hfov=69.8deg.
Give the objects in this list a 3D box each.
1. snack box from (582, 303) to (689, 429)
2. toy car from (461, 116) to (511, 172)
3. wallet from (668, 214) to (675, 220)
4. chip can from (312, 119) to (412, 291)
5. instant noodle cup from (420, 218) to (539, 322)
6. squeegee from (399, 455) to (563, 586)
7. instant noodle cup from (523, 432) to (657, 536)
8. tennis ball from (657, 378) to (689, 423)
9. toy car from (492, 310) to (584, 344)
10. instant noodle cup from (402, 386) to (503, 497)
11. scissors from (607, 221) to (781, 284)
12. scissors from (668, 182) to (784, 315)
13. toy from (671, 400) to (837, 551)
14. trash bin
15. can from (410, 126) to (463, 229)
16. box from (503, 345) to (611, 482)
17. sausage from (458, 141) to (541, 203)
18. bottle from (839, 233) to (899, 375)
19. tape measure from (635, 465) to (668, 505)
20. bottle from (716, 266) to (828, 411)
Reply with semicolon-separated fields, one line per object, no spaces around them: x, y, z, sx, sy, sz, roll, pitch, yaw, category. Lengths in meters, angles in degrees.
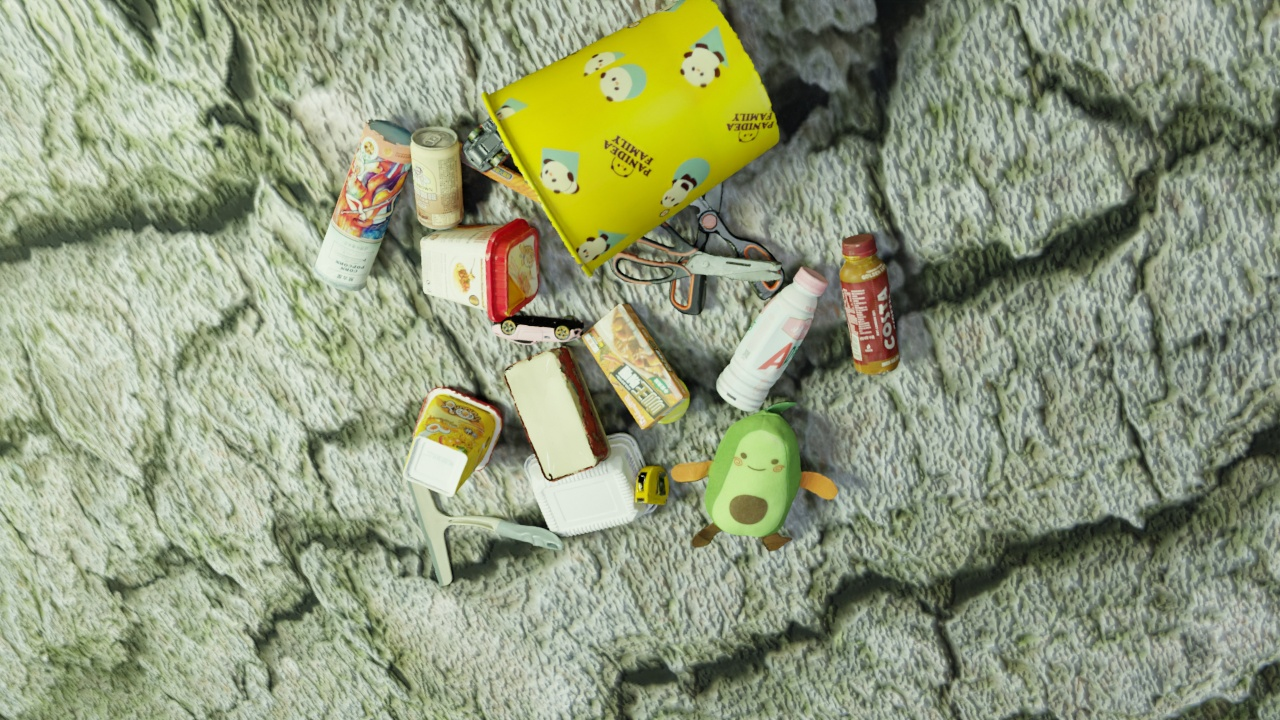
-0.007;0.007;1.199;0.075;0.026;0.153;-40;74;22;snack box
-0.162;-0.281;1.114;0.120;0.045;0.053;-40;98;6;toy car
-0.001;-0.235;1.124;0.121;0.019;0.097;19;109;5;wallet
-0.349;-0.196;1.166;0.071;0.071;0.215;27;114;-5;chip can
-0.204;-0.121;1.165;0.124;0.116;0.117;10;116;16;instant noodle cup
-0.216;0.248;1.355;0.247;0.039;0.247;4;120;24;squeegee
-0.074;0.187;1.312;0.174;0.060;0.138;-15;111;12;instant noodle cup
0.033;0.052;1.231;0.065;0.065;0.065;3;115;6;tennis ball
-0.135;-0.040;1.217;0.122;0.056;0.037;5;111;5;toy car
-0.265;0.116;1.268;0.116;0.123;0.116;23;115;-3;instant noodle cup
0.066;-0.136;1.143;0.206;0.015;0.194;-30;99;19;scissors
0.097;-0.156;1.154;0.224;0.021;0.221;25;111;-2;scissors
0.154;0.171;1.258;0.227;0.089;0.247;5;118;-2;toy
-0.004;-0.252;1.001;0.255;0.229;0.229;-29;108;4;trash bin
-0.250;-0.223;1.130;0.058;0.058;0.116;9;132;3;can
-0.111;0.071;1.225;0.091;0.079;0.168;-21;91;16;box
-0.185;-0.240;1.150;0.165;0.021;0.021;28;115;-6;sausage
0.284;-0.070;1.146;0.057;0.057;0.175;-10;113;12;bottle
0.020;0.177;1.292;0.029;0.060;0.057;-5;77;34;tape measure
0.171;-0.028;1.177;0.068;0.068;0.197;28;113;-6;bottle
